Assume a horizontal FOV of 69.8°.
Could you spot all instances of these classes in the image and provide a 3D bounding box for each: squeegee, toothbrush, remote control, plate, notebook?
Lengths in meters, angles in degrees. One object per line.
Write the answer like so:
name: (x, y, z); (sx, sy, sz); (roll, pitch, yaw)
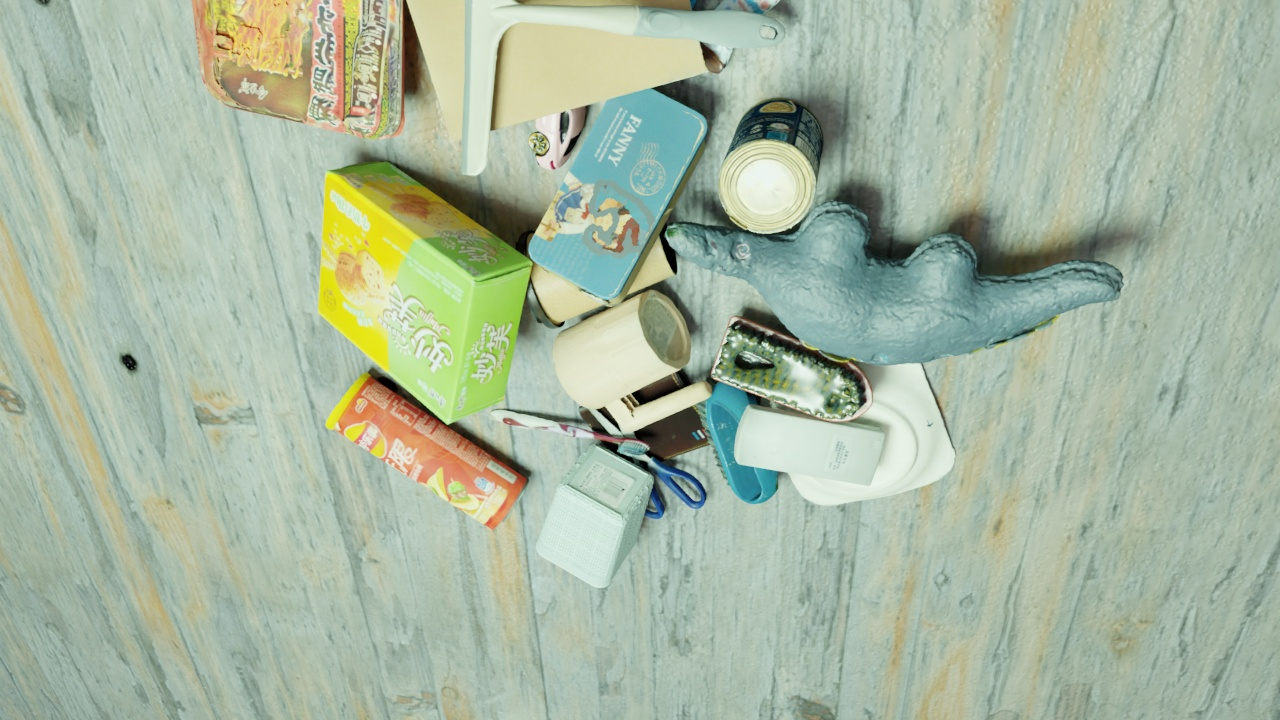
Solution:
squeegee: (-0.012, -0.252, 0.683); (0.246, 0.039, 0.247); (4, 107, -1)
toothbrush: (-0.078, 0.075, 0.951); (0.188, 0.017, 0.016); (10, 129, 22)
remote control: (0.155, 0.078, 0.845); (0.135, 0.019, 0.056); (10, 105, -8)
plate: (0.209, 0.077, 0.888); (0.164, 0.034, 0.164); (-19, 115, 23)
notebook: (-0.068, -0.269, 0.704); (0.211, 0.012, 0.149); (-14, 107, 4)

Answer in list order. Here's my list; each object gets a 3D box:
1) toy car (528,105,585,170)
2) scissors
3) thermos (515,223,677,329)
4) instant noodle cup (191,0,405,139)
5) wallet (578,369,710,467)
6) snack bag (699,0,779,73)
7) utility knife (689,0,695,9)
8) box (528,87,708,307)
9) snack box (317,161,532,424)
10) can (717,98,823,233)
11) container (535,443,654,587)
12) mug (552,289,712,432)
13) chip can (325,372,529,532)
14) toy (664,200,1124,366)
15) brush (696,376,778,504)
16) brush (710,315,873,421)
toy car: (-0.066, -0.219, 0.765); (0.037, 0.056, 0.123); (14, 123, 10)
scissors: (-0.005, 0.106, 0.959); (0.169, 0.012, 0.147); (29, 131, -3)
thermos: (-0.043, -0.086, 0.826); (0.143, 0.092, 0.093); (-16, 116, 13)
instant noodle cup: (-0.276, -0.283, 0.766); (0.189, 0.078, 0.165); (14, 123, 5)
wallet: (0.011, 0.064, 0.941); (0.123, 0.020, 0.096); (-23, 113, 28)
snack bag: (0.078, -0.272, 0.712); (0.045, 0.026, 0.106); (37, 124, -20)
utility knife: (0.032, -0.292, 0.718); (0.034, 0.018, 0.167); (33, 125, 9)
box: (-0.014, -0.140, 0.754); (0.090, 0.059, 0.184); (26, 92, 5)
snack box: (-0.204, -0.066, 0.835); (0.210, 0.069, 0.158); (36, 128, 26)
can: (0.104, -0.155, 0.726); (0.075, 0.110, 0.075); (6, 122, 10)
container: (-0.046, 0.157, 0.953); (0.090, 0.089, 0.112); (27, 133, 11)
mug: (-0.005, 0.005, 0.861); (0.104, 0.084, 0.124); (-25, 112, 33)
chip can: (-0.227, 0.099, 0.992); (0.216, 0.073, 0.073); (33, 123, -8)
toy: (0.195, -0.057, 0.768); (0.356, 0.091, 0.138); (11, 142, 12)
brush: (0.102, 0.082, 0.891); (0.055, 0.073, 0.144); (-28, 118, -15)
brush: (0.141, 0.011, 0.833); (0.146, 0.069, 0.063); (22, 104, 15)
